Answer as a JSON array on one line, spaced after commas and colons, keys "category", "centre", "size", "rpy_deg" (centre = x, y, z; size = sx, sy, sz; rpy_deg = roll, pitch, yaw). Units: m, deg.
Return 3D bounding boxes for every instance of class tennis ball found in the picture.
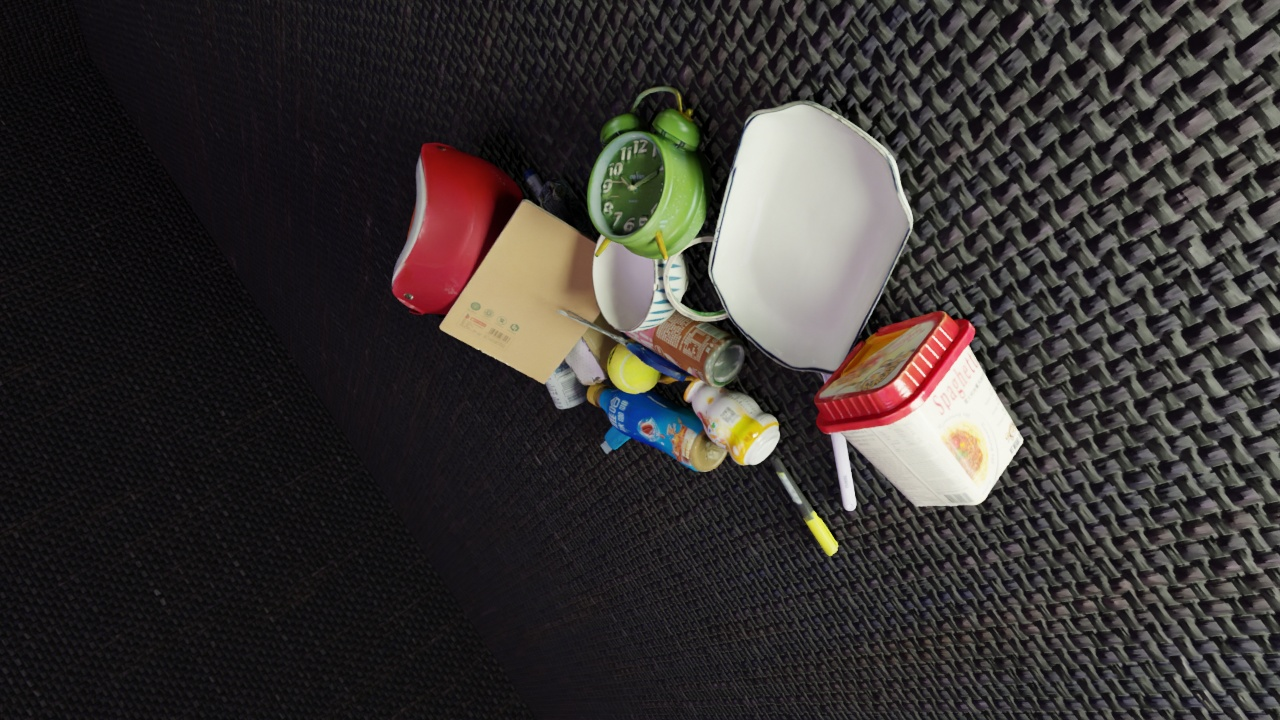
[{"category": "tennis ball", "centre": [-0.006, 0.006, 1.078], "size": [0.065, 0.065, 0.066], "rpy_deg": [39, 147, 31]}]

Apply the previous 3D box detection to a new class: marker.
[{"category": "marker", "centre": [0.177, 0.156, 0.998], "size": [0.124, 0.015, 0.018], "rpy_deg": [58, 152, 5]}, {"category": "marker", "centre": [-0.096, -0.165, 1.098], "size": [0.146, 0.016, 0.017], "rpy_deg": [58, 152, 0]}]

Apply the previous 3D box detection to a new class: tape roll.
[{"category": "tape roll", "centre": [0.064, -0.078, 0.871], "size": [0.013, 0.086, 0.086], "rpy_deg": [-84, -23, -64]}]

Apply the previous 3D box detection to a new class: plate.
[{"category": "plate", "centre": [0.139, -0.098, 0.765], "size": [0.162, 0.034, 0.266], "rpy_deg": [40, 148, 22]}]

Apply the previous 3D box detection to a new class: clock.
[{"category": "clock", "centre": [0.007, -0.172, 0.846], "size": [0.116, 0.056, 0.161], "rpy_deg": [9, 91, 43]}]

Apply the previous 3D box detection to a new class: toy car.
[{"category": "toy car", "centre": [-0.079, -0.160, 1.060], "size": [0.105, 0.031, 0.049], "rpy_deg": [61, 153, -4]}]

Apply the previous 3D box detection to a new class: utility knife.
[{"category": "utility knife", "centre": [-0.027, 0.097, 1.256], "size": [0.034, 0.018, 0.188], "rpy_deg": [64, 154, 12]}]

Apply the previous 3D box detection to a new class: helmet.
[{"category": "helmet", "centre": [-0.209, -0.149, 1.144], "size": [0.240, 0.144, 0.207], "rpy_deg": [174, 107, -86]}]

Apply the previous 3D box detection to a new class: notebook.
[{"category": "notebook", "centre": [-0.122, -0.072, 1.059], "size": [0.147, 0.008, 0.208], "rpy_deg": [29, 123, -18]}]

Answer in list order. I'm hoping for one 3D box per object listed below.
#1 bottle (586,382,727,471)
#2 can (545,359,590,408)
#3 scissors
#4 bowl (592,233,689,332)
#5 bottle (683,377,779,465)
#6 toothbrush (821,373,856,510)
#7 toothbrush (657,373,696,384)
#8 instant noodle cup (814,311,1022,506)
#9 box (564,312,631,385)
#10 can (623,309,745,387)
[{"category": "bottle", "centre": [0.012, 0.070, 1.112], "size": [0.219, 0.065, 0.065], "rpy_deg": [23, 137, 46]}, {"category": "can", "centre": [-0.116, -0.009, 1.246], "size": [0.058, 0.058, 0.147], "rpy_deg": [6, 123, 56]}, {"category": "scissors", "centre": [-0.008, -0.016, 1.018], "size": [0.163, 0.160, 0.012], "rpy_deg": [36, 104, 46]}, {"category": "bowl", "centre": [0.007, -0.089, 0.942], "size": [0.117, 0.066, 0.116], "rpy_deg": [12, 105, 55]}, {"category": "bottle", "centre": [0.095, 0.061, 0.978], "size": [0.108, 0.063, 0.063], "rpy_deg": [41, 148, 28]}, {"category": "toothbrush", "centre": [0.191, 0.073, 0.884], "size": [0.021, 0.029, 0.189], "rpy_deg": [-90, -14, -58]}, {"category": "toothbrush", "centre": [0.031, 0.025, 1.094], "size": [0.192, 0.016, 0.018], "rpy_deg": [-2, 126, 58]}, {"category": "instant noodle cup", "centre": [0.221, 0.044, 0.719], "size": [0.124, 0.116, 0.117], "rpy_deg": [50, 153, -11]}, {"category": "box", "centre": [-0.073, -0.048, 1.139], "size": [0.184, 0.061, 0.090], "rpy_deg": [58, 153, -7]}, {"category": "can", "centre": [0.042, -0.026, 0.977], "size": [0.147, 0.057, 0.058], "rpy_deg": [32, 143, 39]}]
